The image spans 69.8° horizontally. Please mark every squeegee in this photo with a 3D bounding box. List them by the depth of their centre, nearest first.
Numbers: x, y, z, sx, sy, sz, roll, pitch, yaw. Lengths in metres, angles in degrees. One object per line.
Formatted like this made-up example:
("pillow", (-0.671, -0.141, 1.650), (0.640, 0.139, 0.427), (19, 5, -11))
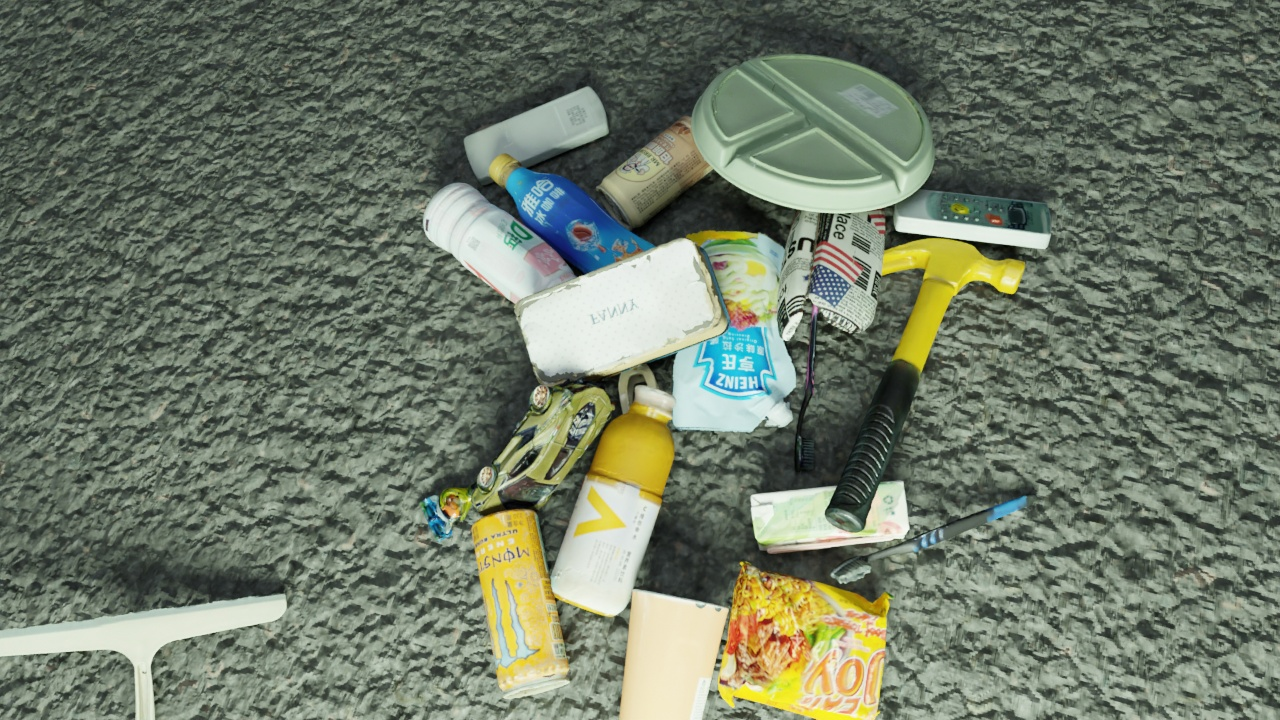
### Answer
("squeegee", (-0.421, 0.338, 0.774), (0.246, 0.039, 0.246), (-5, 73, -11))

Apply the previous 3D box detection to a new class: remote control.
("remote control", (0.300, -0.131, 0.834), (0.135, 0.019, 0.056), (10, 43, 12))
("remote control", (-0.107, -0.233, 0.951), (0.150, 0.021, 0.058), (-22, 67, 1))

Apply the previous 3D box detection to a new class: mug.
("mug", (0.022, 0.248, 0.719), (0.078, 0.078, 0.122), (7, 76, 12))

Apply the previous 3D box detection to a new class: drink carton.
("drink carton", (0.154, 0.130, 0.751), (0.122, 0.053, 0.045), (-7, 68, 7))

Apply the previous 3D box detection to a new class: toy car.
("toy car", (-0.083, 0.080, 0.779), (0.158, 0.070, 0.042), (-54, 49, 16))

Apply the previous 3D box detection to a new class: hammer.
("hammer", (0.219, 0.009, 0.766), (0.129, 0.033, 0.299), (18, 59, 22))

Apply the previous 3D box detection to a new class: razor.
("razor", (-0.130, 0.110, 0.823), (0.142, 0.022, 0.042), (-29, 69, -3))

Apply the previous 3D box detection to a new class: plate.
("plate", (0.162, -0.220, 0.855), (0.230, 0.028, 0.229), (2, 50, -3))

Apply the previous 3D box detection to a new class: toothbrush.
("toothbrush", (0.239, 0.142, 0.736), (0.189, 0.016, 0.014), (-18, 105, -10))
("toothbrush", (0.154, 0.009, 0.820), (0.018, 0.014, 0.189), (9, 70, 2))

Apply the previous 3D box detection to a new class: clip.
("clip", (-0.004, 0.007, 0.833), (0.035, 0.072, 0.100), (-11, 73, 6))

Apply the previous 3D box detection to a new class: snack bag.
("snack bag", (0.084, -0.026, 0.828), (0.110, 0.039, 0.190), (7, 67, -12))

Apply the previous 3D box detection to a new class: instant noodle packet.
("instant noodle packet", (0.131, 0.222, 0.711), (0.128, 0.044, 0.110), (15, 75, -6))

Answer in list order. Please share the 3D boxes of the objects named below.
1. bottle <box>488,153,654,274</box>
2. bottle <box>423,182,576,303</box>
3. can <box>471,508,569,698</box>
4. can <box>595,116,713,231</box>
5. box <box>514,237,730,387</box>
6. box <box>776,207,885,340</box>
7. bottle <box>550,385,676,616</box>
("bottle", (-0.063, -0.130, 0.882), (0.219, 0.065, 0.065), (41, 80, 21))
("bottle", (-0.120, -0.094, 0.875), (0.197, 0.068, 0.068), (38, 79, 19))
("can", (-0.100, 0.200, 0.763), (0.058, 0.058, 0.146), (-16, 67, 3))
("can", (0.018, -0.181, 0.891), (0.116, 0.058, 0.058), (-39, 68, -7))
("box", (-0.009, -0.040, 0.784), (0.184, 0.062, 0.089), (-18, 83, 9))
("box", (0.170, -0.087, 0.812), (0.086, 0.076, 0.161), (14, 55, 6))
("bottle", (-0.016, 0.114, 0.767), (0.068, 0.068, 0.189), (16, 79, 15))
